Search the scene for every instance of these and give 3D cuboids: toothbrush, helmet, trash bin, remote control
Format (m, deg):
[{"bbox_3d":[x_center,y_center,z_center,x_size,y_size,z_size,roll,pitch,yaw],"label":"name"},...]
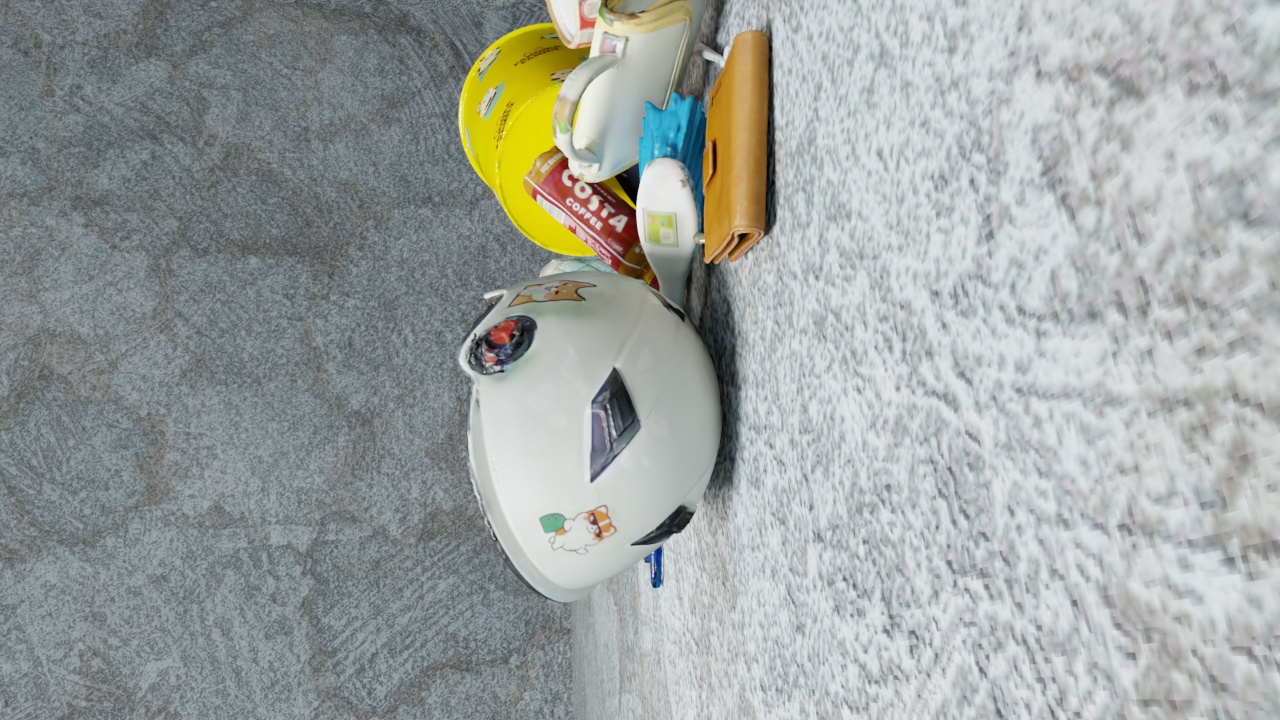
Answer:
[{"bbox_3d":[0.055,-0.247,0.728,0.180,0.016,0.016,-109,28,-66],"label":"toothbrush"},{"bbox_3d":[-0.018,0.037,0.701,0.273,0.157,0.230,-89,-27,-58],"label":"helmet"},{"bbox_3d":[-0.082,-0.245,1.033,0.255,0.229,0.230,-117,27,-60],"label":"trash bin"},{"bbox_3d":[-0.002,-0.163,0.852,0.053,0.024,0.136,37,169,46],"label":"remote control"}]

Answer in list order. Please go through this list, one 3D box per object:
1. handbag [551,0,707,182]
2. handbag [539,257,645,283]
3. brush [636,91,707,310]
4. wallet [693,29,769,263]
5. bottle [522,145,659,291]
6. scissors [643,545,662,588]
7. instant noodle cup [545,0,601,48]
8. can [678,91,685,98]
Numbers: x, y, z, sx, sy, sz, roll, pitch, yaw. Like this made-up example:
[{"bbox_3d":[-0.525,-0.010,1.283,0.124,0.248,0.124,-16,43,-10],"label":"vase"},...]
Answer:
[{"bbox_3d":[-0.015,-0.206,0.700,0.178,0.063,0.164,-58,-7,-35],"label":"handbag"},{"bbox_3d":[-0.052,-0.035,1.083,0.076,0.134,0.193,98,169,-46],"label":"handbag"},{"bbox_3d":[0.027,-0.078,0.787,0.315,0.060,0.109,83,-167,-61],"label":"brush"},{"bbox_3d":[0.064,-0.137,0.626,0.119,0.035,0.130,149,123,-78],"label":"wallet"},{"bbox_3d":[-0.032,-0.130,0.873,0.057,0.175,0.057,-47,-9,-10],"label":"bottle"},{"bbox_3d":[0.015,0.180,1.051,0.163,0.012,0.164,98,169,-50],"label":"scissors"},{"bbox_3d":[-0.027,-0.355,0.847,0.138,0.108,0.138,161,90,-76],"label":"instant noodle cup"},{"bbox_3d":[0.011,-0.215,0.860,0.094,0.066,0.066,170,99,-82],"label":"can"}]
